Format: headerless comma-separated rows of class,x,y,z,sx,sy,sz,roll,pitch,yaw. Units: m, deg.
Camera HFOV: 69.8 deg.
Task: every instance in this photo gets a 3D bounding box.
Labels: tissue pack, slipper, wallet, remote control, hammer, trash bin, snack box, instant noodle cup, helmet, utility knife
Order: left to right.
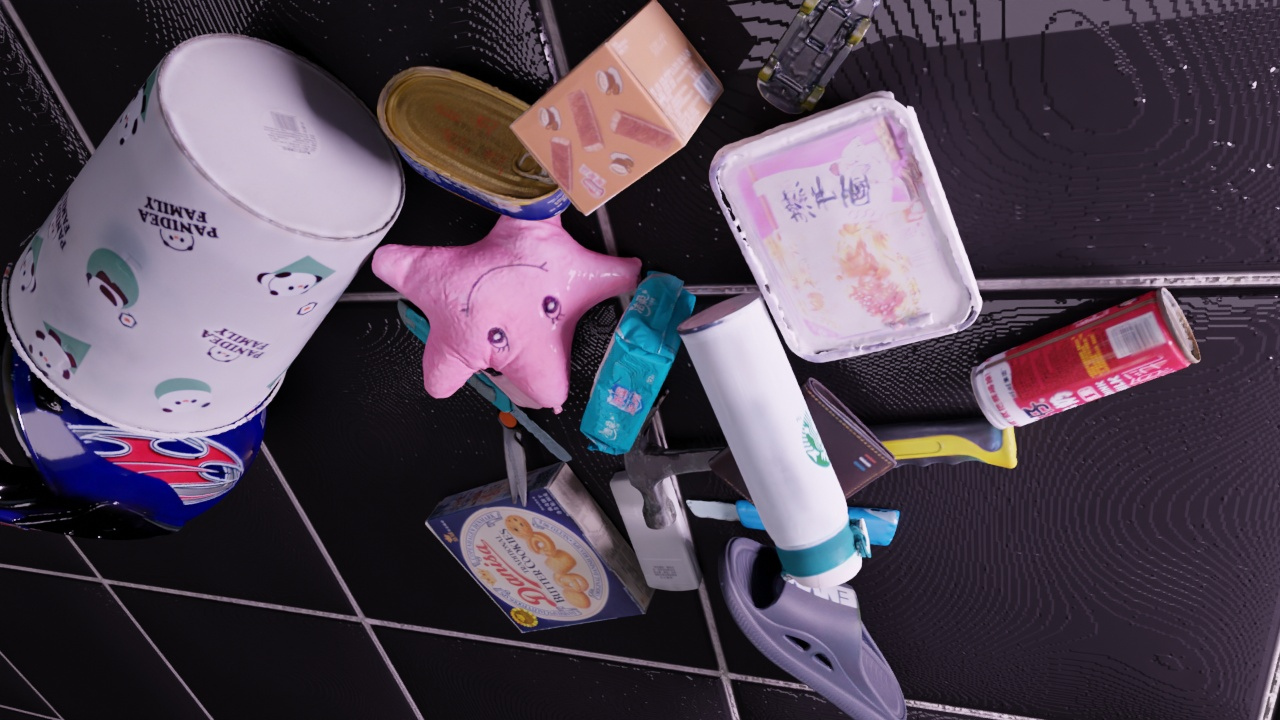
helmet,-0.497,0.034,0.840,0.241,0.247,0.315,-17,157,22
trash bin,-0.328,-0.096,0.716,0.229,0.228,0.253,45,125,-14
utility knife,-0.142,0.018,0.810,0.223,0.013,0.029,39,141,17
snack box,-0.104,0.202,0.961,0.183,0.045,0.178,-20,115,34
snack box,-0.014,-0.166,0.601,0.095,0.092,0.077,-29,111,37
tissue pack,-0.004,0.004,0.731,0.050,0.093,0.134,23,131,0
remote control,0.017,0.167,0.896,0.058,0.021,0.150,-3,124,22
utility knife,0.133,0.142,0.829,0.194,0.018,0.034,2,115,23
wallet,0.127,0.081,0.734,0.096,0.020,0.123,44,125,-2
hammer,0.134,0.074,0.757,0.324,0.031,0.126,-8,112,25
slipper,0.176,0.242,0.844,0.083,0.110,0.268,-38,111,22
instant noodle cup,0.140,-0.091,0.616,0.138,0.060,0.173,-14,118,31

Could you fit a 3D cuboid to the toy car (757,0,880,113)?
toy car,0.108,-0.194,0.564,0.042,0.035,0.091,33,132,-2

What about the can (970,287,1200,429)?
can,0.298,0.002,0.624,0.133,0.053,0.053,-29,111,37

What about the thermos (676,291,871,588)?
thermos,0.103,0.063,0.681,0.073,0.073,0.224,-17,103,33

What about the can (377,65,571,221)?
can,-0.115,-0.154,0.659,0.148,0.074,0.049,26,171,6

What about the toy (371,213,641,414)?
toy,-0.090,-0.042,0.711,0.194,0.074,0.178,-25,107,-4

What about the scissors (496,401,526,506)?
scissors,-0.128,0.033,0.837,0.143,0.021,0.236,32,127,12

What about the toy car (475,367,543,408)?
toy car,-0.119,-0.008,0.772,0.122,0.037,0.056,45,130,1
